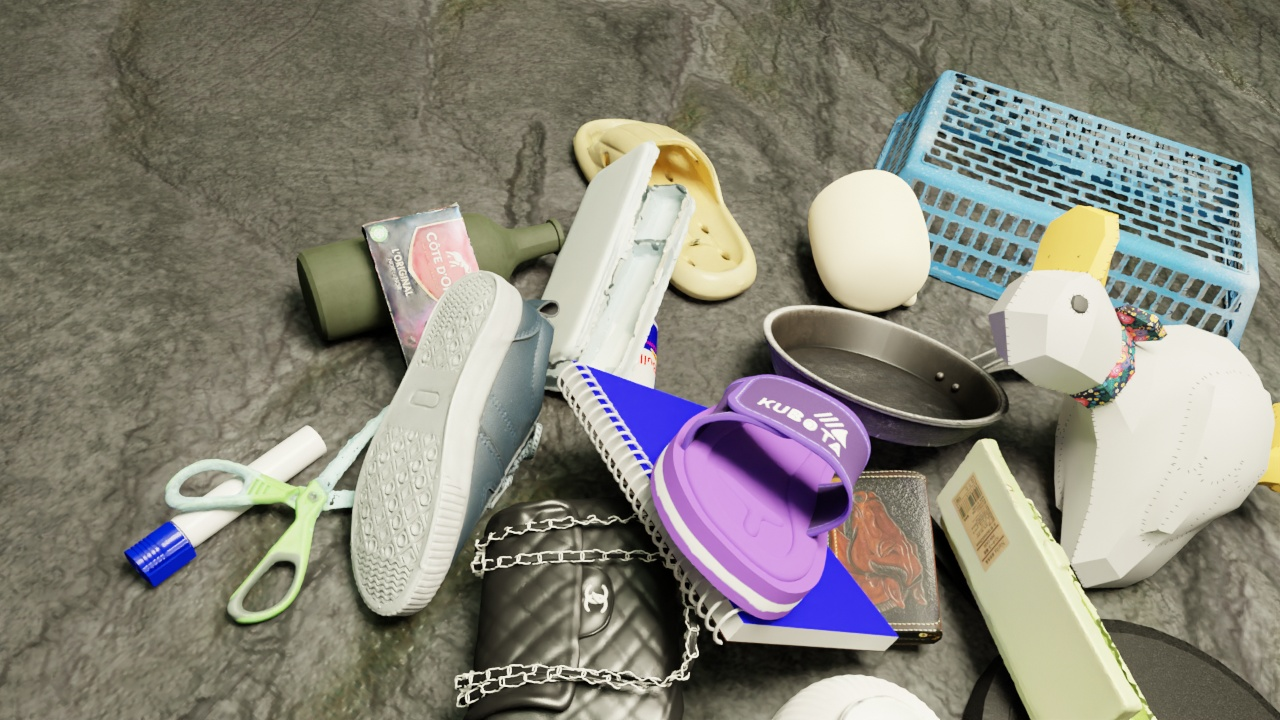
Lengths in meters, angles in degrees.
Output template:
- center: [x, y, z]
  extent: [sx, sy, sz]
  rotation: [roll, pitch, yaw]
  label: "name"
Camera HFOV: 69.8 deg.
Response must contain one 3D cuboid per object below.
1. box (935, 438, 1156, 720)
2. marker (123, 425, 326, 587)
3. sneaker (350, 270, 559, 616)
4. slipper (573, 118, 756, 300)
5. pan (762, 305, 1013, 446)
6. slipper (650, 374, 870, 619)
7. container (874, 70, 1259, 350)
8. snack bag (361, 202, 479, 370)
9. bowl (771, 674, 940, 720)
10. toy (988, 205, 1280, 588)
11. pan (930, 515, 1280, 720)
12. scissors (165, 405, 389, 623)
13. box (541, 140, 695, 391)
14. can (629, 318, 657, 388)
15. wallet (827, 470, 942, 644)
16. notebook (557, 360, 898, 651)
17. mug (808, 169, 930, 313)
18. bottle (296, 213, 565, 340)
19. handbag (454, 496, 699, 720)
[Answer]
- center: [0.254, 0.148, 0.559]
  extent: [0.083, 0.092, 0.187]
  rotation: [9, 42, -19]
  label: "box"
- center: [-0.263, 0.090, 0.592]
  extent: [0.027, 0.023, 0.132]
  rotation: [34, 52, 20]
  label: "marker"
- center: [-0.113, 0.054, 0.602]
  extent: [0.089, 0.087, 0.235]
  rotation: [2, 67, 40]
  label: "sneaker"
- center: [0.028, -0.163, 0.836]
  extent: [0.111, 0.079, 0.261]
  rotation: [-12, 52, -24]
  label: "slipper"
- center: [0.256, 0.004, 0.732]
  extent: [0.356, 0.055, 0.187]
  rotation: [1, 28, -29]
  label: "pan"
- center: [0.090, 0.049, 0.558]
  extent: [0.107, 0.084, 0.266]
  rotation: [40, 18, 7]
  label: "slipper"
- center: [0.410, -0.154, 0.884]
  extent: [0.362, 0.089, 0.256]
  rotation: [22, 49, 10]
  label: "container"
- center: [-0.147, -0.035, 0.677]
  extent: [0.074, 0.018, 0.155]
  rotation: [-17, 87, -23]
  label: "snack bag"
- center: [0.130, 0.227, 0.512]
  extent: [0.118, 0.062, 0.117]
  rotation: [5, 48, -6]
  label: "bowl"
- center: [0.344, 0.038, 0.640]
  extent: [0.267, 0.141, 0.246]
  rotation: [15, 87, -23]
  label: "toy"
- center: [0.271, 0.211, 0.571]
  extent: [0.225, 0.034, 0.356]
  rotation: [-18, 55, -24]
  label: "pan"
- center: [-0.217, 0.085, 0.591]
  extent: [0.160, 0.025, 0.170]
  rotation: [29, 52, 0]
  label: "scissors"
- center: [-0.023, -0.062, 0.729]
  extent: [0.083, 0.123, 0.215]
  rotation: [31, 63, -23]
  label: "box"
- center: [-0.004, 0.004, 0.708]
  extent: [0.032, 0.032, 0.095]
  rotation: [7, 48, -4]
  label: "can"
- center: [0.162, 0.131, 0.622]
  extent: [0.072, 0.019, 0.122]
  rotation: [-4, 47, 13]
  label: "wallet"
- center: [0.050, 0.088, 0.570]
  extent: [0.171, 0.022, 0.209]
  rotation: [21, 25, -45]
  label: "notebook"
- center: [0.206, -0.089, 0.794]
  extent: [0.120, 0.096, 0.099]
  rotation: [35, 39, -35]
  label: "mug"
- center: [-0.159, -0.075, 0.727]
  extent: [0.206, 0.072, 0.071]
  rotation: [-18, 54, -24]
  label: "bottle"
- center: [-0.038, 0.145, 0.522]
  extent: [0.125, 0.115, 0.153]
  rotation: [4, 51, -6]
  label: "handbag"
